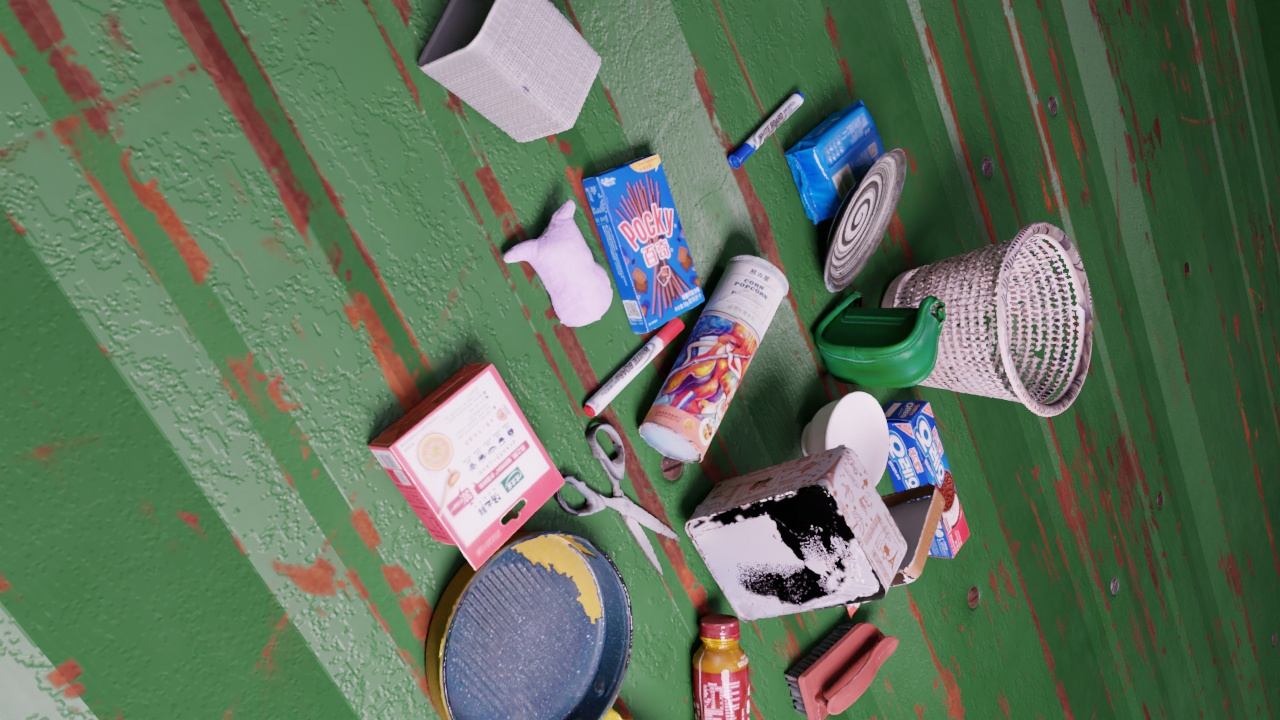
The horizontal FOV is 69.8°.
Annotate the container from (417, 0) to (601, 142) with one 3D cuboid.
[{"bbox_3d":[-0.104,-0.250,0.765,0.114,0.090,0.090,36,67,-38],"label":"container"}]

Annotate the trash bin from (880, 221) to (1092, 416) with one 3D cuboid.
[{"bbox_3d":[0.416,-0.046,1.135,0.227,0.192,0.227,1,88,-40],"label":"trash bin"}]

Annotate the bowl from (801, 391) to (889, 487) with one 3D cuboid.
[{"bbox_3d":[0.225,0.094,1.054,0.118,0.065,0.118,1,89,-42],"label":"bowl"}]

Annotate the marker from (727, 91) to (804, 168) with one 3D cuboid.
[{"bbox_3d":[0.142,-0.259,1.022,0.145,0.017,0.017,-48,118,-31],"label":"marker"}]

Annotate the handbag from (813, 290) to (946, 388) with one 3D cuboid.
[{"bbox_3d":[0.275,-0.031,1.059,0.068,0.131,0.120,56,52,-36],"label":"handbag"}]

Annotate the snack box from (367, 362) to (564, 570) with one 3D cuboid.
[{"bbox_3d":[-0.139,0.085,0.754,0.113,0.044,0.127,-43,114,-34],"label":"snack box"}]

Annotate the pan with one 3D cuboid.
[{"bbox_3d":[-0.040,0.304,0.813,0.197,0.078,0.357,-50,119,-29],"label":"pan"}]

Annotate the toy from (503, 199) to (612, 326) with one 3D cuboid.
[{"bbox_3d":[-0.066,-0.077,0.825,0.083,0.039,0.108,-40,120,-18],"label":"toy"}]

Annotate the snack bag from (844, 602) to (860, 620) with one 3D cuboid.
[{"bbox_3d":[0.240,0.260,1.088,0.104,0.026,0.048,52,52,-26],"label":"snack bag"}]

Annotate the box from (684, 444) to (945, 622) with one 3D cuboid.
[{"bbox_3d":[0.186,0.158,0.938,0.157,0.184,0.192,59,39,-10],"label":"box"}]

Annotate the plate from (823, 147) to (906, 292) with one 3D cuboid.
[{"bbox_3d":[0.255,-0.164,1.068,0.179,0.024,0.180,-43,150,-34],"label":"plate"}]

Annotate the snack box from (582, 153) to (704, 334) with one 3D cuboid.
[{"bbox_3d":[0.005,-0.114,0.894,0.084,0.026,0.157,-30,108,-37],"label":"snack box"}]

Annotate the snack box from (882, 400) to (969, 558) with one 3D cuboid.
[{"bbox_3d":[0.360,0.152,1.175,0.058,0.057,0.207,-36,111,-39],"label":"snack box"}]

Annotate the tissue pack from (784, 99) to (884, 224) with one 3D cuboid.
[{"bbox_3d":[0.230,-0.234,1.073,0.156,0.052,0.095,-42,118,-33],"label":"tissue pack"}]

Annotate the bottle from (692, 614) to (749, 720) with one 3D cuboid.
[{"bbox_3d":[0.082,0.349,0.930,0.057,0.058,0.175,-1,90,-41],"label":"bottle"}]

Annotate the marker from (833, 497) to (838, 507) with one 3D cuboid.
[{"bbox_3d":[0.237,0.168,1.096,0.018,0.015,0.123,49,62,-24],"label":"marker"}]

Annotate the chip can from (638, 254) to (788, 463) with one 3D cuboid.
[{"bbox_3d":[0.075,-0.003,0.924,0.071,0.071,0.214,44,63,-31],"label":"chip can"}]

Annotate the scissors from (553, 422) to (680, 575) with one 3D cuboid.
[{"bbox_3d":[-0.018,0.135,0.878,0.159,0.014,0.170,-3,93,-41],"label":"scissors"}]

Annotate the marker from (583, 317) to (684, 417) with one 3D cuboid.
[{"bbox_3d":[-0.005,0.005,0.889,0.144,0.017,0.017,-45,116,-32],"label":"marker"}]

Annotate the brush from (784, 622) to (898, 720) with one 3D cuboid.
[{"bbox_3d":[0.237,0.353,1.055,0.145,0.069,0.063,-27,107,-38],"label":"brush"}]
